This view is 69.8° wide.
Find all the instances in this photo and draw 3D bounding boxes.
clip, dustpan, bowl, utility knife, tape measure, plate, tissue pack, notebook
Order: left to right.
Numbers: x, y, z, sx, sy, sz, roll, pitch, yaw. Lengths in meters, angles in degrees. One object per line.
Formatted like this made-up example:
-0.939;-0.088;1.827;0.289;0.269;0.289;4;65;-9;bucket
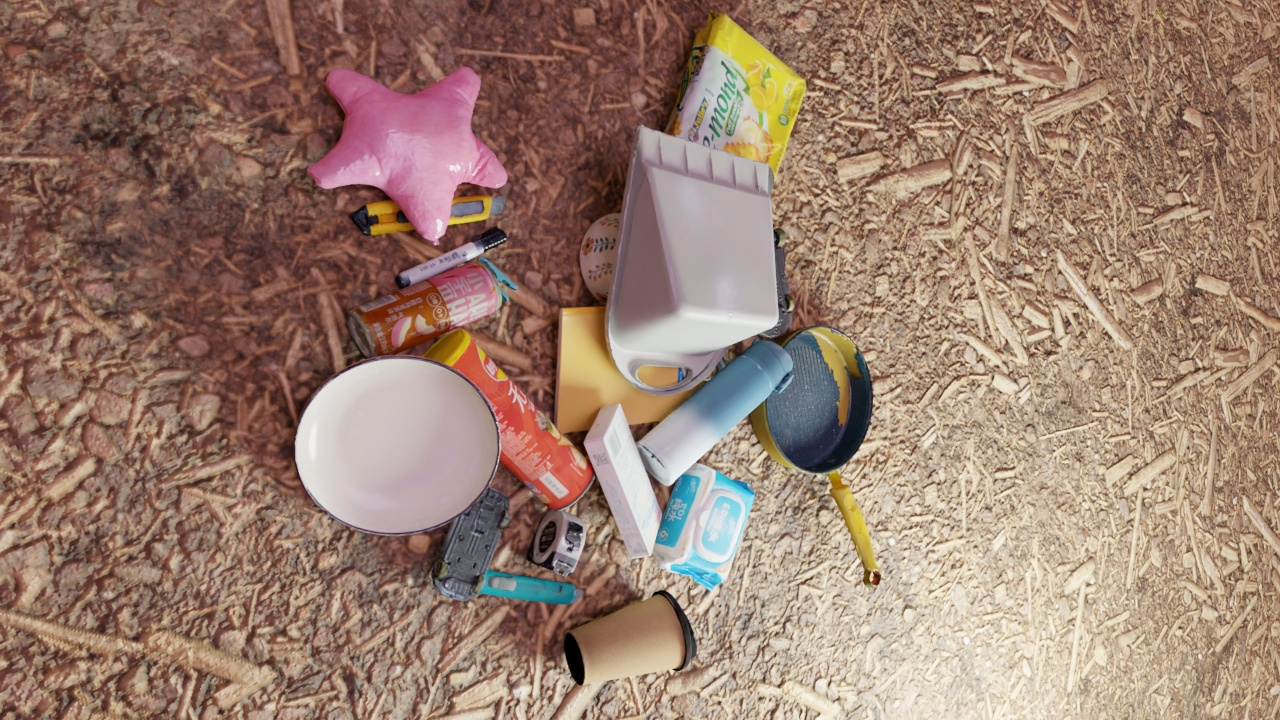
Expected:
-0.233;0.078;0.889;0.192;0.039;0.193;-5;113;-13;plate
-0.213;-0.154;0.946;0.173;0.015;0.033;-14;101;-33;utility knife
-0.156;-0.088;0.985;0.057;0.014;0.046;43;70;-28;clip
-0.130;0.247;1.005;0.160;0.013;0.029;18;80;-32;utility knife
-0.089;0.198;1.000;0.033;0.066;0.066;29;76;-28;tape measure
-0.007;-0.117;1.056;0.113;0.062;0.113;0;90;-35;bowl
-0.006;0.006;1.069;0.205;0.010;0.146;-5;105;-33;notebook
0.048;-0.099;1.052;0.222;0.143;0.257;4;73;-42;dustpan
0.078;0.199;1.113;0.090;0.063;0.140;30;74;-30;tissue pack

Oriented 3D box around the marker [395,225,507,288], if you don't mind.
-0.197;-0.108;0.957;0.130;0.018;0.022;-30;81;-30;marker

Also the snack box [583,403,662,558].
-0.017;0.135;1.034;0.084;0.027;0.157;-66;139;-63;snack box

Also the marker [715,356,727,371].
0.084;-0.027;1.144;0.018;0.015;0.124;-38;112;-24;marker

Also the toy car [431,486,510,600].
-0.178;0.189;0.957;0.054;0.037;0.120;27;72;-28;toy car

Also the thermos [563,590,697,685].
-0.010;0.321;1.045;0.143;0.093;0.093;-10;95;-26;thermos

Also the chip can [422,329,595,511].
-0.139;0.066;0.963;0.216;0.073;0.073;49;66;-23;chip can

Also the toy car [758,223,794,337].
0.155;-0.107;1.174;0.070;0.042;0.158;-13;97;-33;toy car

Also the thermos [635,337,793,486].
0.092;0.058;1.102;0.220;0.070;0.070;-39;111;-18;thermos

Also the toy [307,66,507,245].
-0.229;-0.200;0.900;0.194;0.075;0.178;-13;92;-29;toy

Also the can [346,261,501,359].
-0.215;-0.050;0.920;0.147;0.058;0.058;-27;105;-30;can

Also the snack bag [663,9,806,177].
0.103;-0.283;1.123;0.158;0.068;0.246;27;76;-31;snack bag

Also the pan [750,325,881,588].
0.256;0.129;1.221;0.197;0.078;0.357;-17;100;-32;pan
